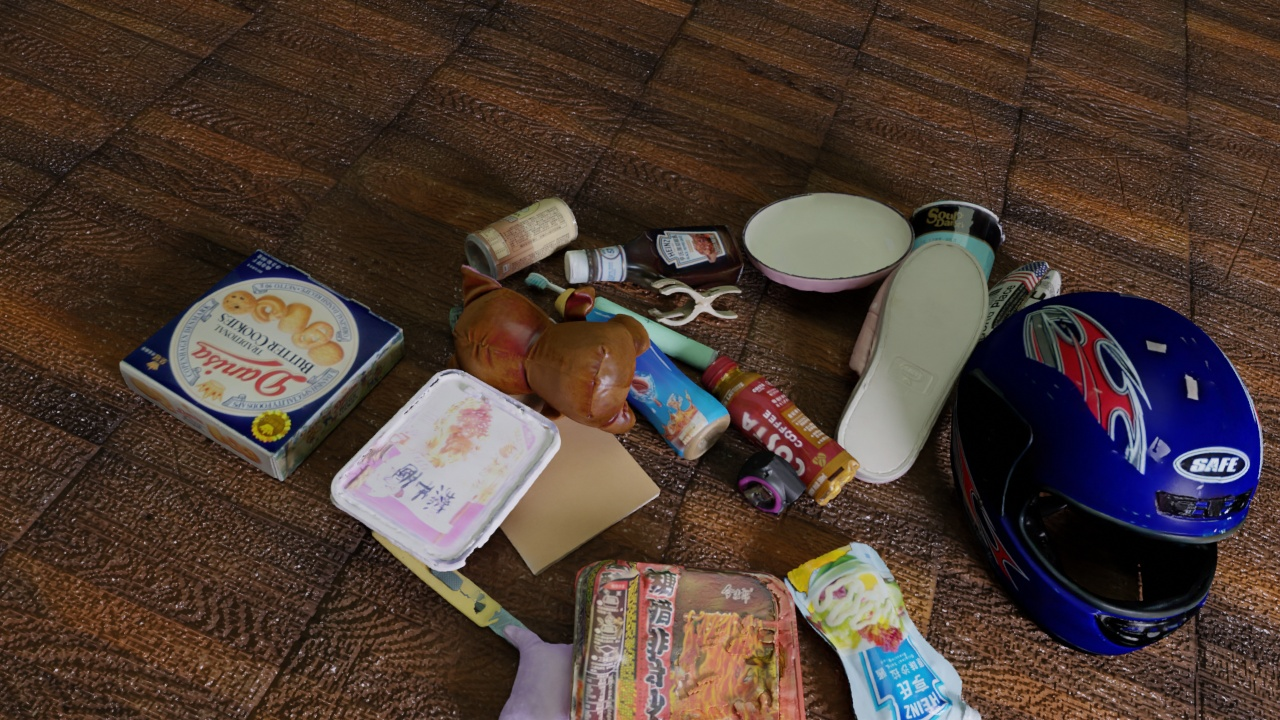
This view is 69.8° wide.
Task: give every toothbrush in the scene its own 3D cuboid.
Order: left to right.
[{"bbox_3d":[-0.021,-0.044,0.979,0.224,0.027,0.027,26,37,8],"label":"toothbrush"}]

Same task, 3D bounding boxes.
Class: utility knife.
[{"bbox_3d":[-0.162,0.192,0.792,0.198,0.021,0.030,37,62,11],"label":"utility knife"}]

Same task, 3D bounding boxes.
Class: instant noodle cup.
[{"bbox_3d":[-0.168,0.103,0.811,0.138,0.060,0.173,29,53,12],"label":"instant noodle cup"},{"bbox_3d":[0.035,0.251,0.742,0.189,0.079,0.164,6,54,-5],"label":"instant noodle cup"},{"bbox_3d":[0.346,-0.100,1.041,0.111,0.111,0.120,18,69,2],"label":"instant noodle cup"}]

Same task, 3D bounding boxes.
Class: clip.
[{"bbox_3d":[0.056,-0.052,1.000,0.104,0.082,0.034,14,15,-27],"label":"clip"}]

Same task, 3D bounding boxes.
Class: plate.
[{"bbox_3d":[0.214,-0.131,1.055,0.192,0.039,0.192,-4,39,3],"label":"plate"}]

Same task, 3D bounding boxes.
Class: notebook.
[{"bbox_3d":[-0.100,0.087,0.880,0.147,0.008,0.207,-30,64,-27],"label":"notebook"}]

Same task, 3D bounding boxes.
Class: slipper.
[{"bbox_3d":[0.278,0.001,0.954,0.114,0.054,0.274,23,77,8],"label":"slipper"}]

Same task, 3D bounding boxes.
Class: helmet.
[{"bbox_3d":[0.428,0.083,0.837,0.247,0.241,0.314,-2,56,-12],"label":"helmet"}]

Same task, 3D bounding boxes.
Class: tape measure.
[{"bbox_3d":[0.120,0.116,0.869,0.057,0.058,0.039,47,59,-3],"label":"tape measure"}]

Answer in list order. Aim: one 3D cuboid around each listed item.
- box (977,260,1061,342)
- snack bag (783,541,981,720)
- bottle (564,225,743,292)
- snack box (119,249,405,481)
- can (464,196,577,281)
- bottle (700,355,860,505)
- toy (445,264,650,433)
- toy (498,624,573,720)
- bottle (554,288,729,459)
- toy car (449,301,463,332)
[{"bbox_3d":[0.423,-0.061,1.060,0.087,0.076,0.162,27,54,34],"label":"box"},{"bbox_3d":[0.210,0.255,0.799,0.110,0.039,0.191,-11,57,-31],"label":"snack bag"},{"bbox_3d":[0.014,-0.111,1.025,0.194,0.044,0.079,-6,55,-14],"label":"bottle"},{"bbox_3d":[-0.353,-0.002,0.875,0.178,0.046,0.182,28,54,11],"label":"snack box"},{"bbox_3d":[-0.130,-0.132,1.003,0.116,0.059,0.058,-31,65,-28],"label":"can"},{"bbox_3d":[0.133,0.065,0.910,0.057,0.058,0.175,-35,67,-30],"label":"bottle"},{"bbox_3d":[-0.093,-0.009,0.872,0.200,0.130,0.140,14,97,13],"label":"toy"},{"bbox_3d":[-0.080,0.268,0.731,0.084,0.039,0.107,19,52,-9],"label":"toy"},{"bbox_3d":[-0.005,0.005,0.922,0.065,0.065,0.218,-33,66,-29],"label":"bottle"},{"bbox_3d":[-0.150,-0.039,0.944,0.091,0.036,0.043,-5,54,-14],"label":"toy car"}]
